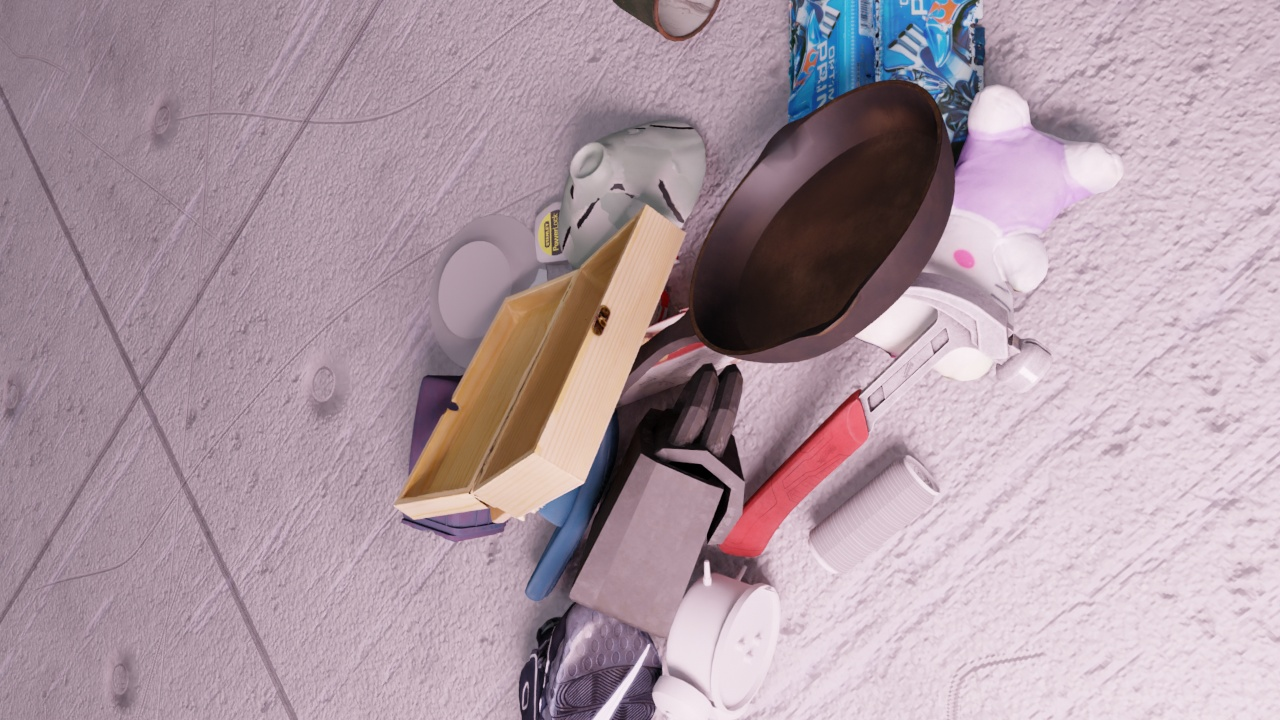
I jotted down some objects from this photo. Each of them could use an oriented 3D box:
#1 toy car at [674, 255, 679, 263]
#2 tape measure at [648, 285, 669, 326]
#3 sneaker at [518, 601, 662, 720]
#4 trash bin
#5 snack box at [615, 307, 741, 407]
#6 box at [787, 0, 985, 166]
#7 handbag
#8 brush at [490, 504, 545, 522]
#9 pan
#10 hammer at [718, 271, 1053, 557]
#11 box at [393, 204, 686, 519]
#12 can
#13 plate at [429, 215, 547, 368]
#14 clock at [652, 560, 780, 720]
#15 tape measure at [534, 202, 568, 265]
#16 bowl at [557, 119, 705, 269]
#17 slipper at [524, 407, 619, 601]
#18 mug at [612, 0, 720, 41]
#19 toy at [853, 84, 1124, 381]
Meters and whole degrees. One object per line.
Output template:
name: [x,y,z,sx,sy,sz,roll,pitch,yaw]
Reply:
toy car: [-0.009,-0.096,0.882,0.090,0.038,0.025,-15,77,31]
tape measure: [-0.002,-0.050,0.883,0.060,0.020,0.062,16,93,34]
sneaker: [-0.056,0.270,0.815,0.150,0.097,0.253,-119,36,-52]
trash bin: [-0.181,0.100,0.946,0.094,0.092,0.161,9,94,34]
snack box: [-0.005,0.005,0.847,0.274,0.076,0.044,-22,69,30]
box: [0.190,-0.256,0.749,0.167,0.075,0.243,-2,84,32]
handbag: [0.036,0.094,0.754,0.102,0.197,0.199,23,100,-1]
brush: [-0.105,0.091,0.826,0.049,0.039,0.116,-39,32,33]
pan: [0.086,-0.056,0.687,0.357,0.043,0.248,-40,31,29]
hammer: [0.150,0.059,0.706,0.126,0.036,0.317,37,128,0]
box: [-0.088,0.012,0.787,0.258,0.076,0.246,-17,40,46]
can: [0.183,0.123,0.727,0.107,0.044,0.044,-46,63,21]
plate: [-0.175,-0.075,1.001,0.173,0.019,0.172,-4,82,33]
clock: [0.065,0.248,0.750,0.061,0.119,0.159,12,83,33]
tape measure: [-0.079,-0.132,0.945,0.065,0.016,0.064,-7,81,33]
bowl: [-0.029,-0.171,0.859,0.175,0.068,0.174,-19,57,31]
slipper: [-0.069,0.129,0.861,0.059,0.103,0.214,23,110,1]
mug: [0.031,-0.367,0.868,0.111,0.085,0.081,-40,58,-12]
toy: [0.241,-0.090,0.684,0.137,0.085,0.209,34,97,6]
